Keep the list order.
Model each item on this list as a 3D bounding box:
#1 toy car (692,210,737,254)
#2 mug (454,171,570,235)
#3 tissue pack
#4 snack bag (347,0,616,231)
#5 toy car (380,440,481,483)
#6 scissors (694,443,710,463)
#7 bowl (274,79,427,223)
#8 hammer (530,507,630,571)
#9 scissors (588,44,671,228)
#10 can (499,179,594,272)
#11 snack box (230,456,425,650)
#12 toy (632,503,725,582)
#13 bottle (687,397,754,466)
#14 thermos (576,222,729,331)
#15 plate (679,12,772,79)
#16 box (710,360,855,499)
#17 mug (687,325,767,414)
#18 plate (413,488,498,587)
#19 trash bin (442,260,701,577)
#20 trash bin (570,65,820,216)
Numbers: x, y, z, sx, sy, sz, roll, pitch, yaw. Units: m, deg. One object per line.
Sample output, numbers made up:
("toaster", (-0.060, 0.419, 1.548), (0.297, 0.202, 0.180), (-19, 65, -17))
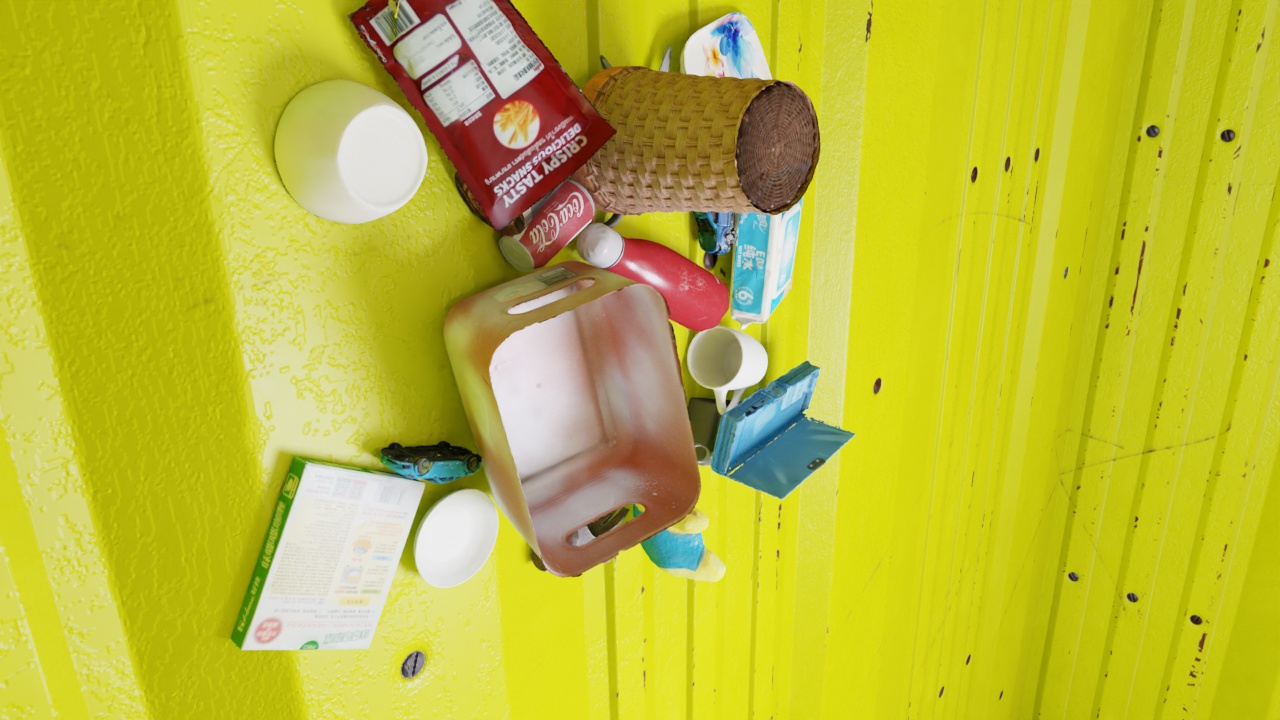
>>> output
("toy car", (0.089, -0.189, 1.119), (0.043, 0.056, 0.120), (-7, 104, -26))
("mug", (-0.096, -0.180, 0.849), (0.107, 0.116, 0.080), (-53, 134, -25))
("tissue pack", (0.161, -0.144, 1.185), (0.116, 0.066, 0.210), (-44, 143, -53))
("snack bag", (-0.129, -0.231, 0.767), (0.138, 0.067, 0.208), (-41, 107, -11))
("toy car", (-0.201, 0.099, 0.878), (0.105, 0.048, 0.032), (6, 102, -52))
("scissors", (0.028, 0.092, 1.165), (0.147, 0.014, 0.141), (-41, 110, 2))
("bowl", (-0.225, -0.165, 0.739), (0.116, 0.066, 0.116), (-21, 118, -45))
("hammer", (-0.066, 0.075, 1.041), (0.137, 0.035, 0.315), (-18, 116, -46))
("scissors", (0.005, -0.229, 1.013), (0.228, 0.016, 0.225), (-53, 126, -14))
("can", (-0.093, -0.135, 0.917), (0.096, 0.054, 0.054), (-48, 135, -28))
("snack box", (-0.278, 0.177, 0.829), (0.131, 0.027, 0.168), (21, 87, -51))
("toy", (0.027, 0.155, 1.099), (0.083, 0.149, 0.214), (-20, 115, -21))
("bottle", (0.127, 0.098, 1.270), (0.173, 0.046, 0.084), (5, 99, -51))
("thermos", (0.014, -0.097, 1.044), (0.239, 0.073, 0.073), (23, 85, -51))
("plate", (0.111, -0.306, 1.087), (0.186, 0.016, 0.187), (-45, 120, -44))
("box", (0.203, 0.090, 1.219), (0.230, 0.112, 0.094), (-26, 133, -49))
("mug", (0.117, 0.016, 1.195), (0.087, 0.081, 0.114), (8, 80, -57))
("plate", (-0.192, 0.177, 0.932), (0.104, 0.026, 0.104), (-19, 116, -45))
("trash bin", (-0.069, 0.049, 0.897), (0.181, 0.157, 0.260), (-24, 117, -23))
("trash bin", (0.048, -0.209, 0.894), (0.151, 0.210, 0.151), (-15, 112, -41))
